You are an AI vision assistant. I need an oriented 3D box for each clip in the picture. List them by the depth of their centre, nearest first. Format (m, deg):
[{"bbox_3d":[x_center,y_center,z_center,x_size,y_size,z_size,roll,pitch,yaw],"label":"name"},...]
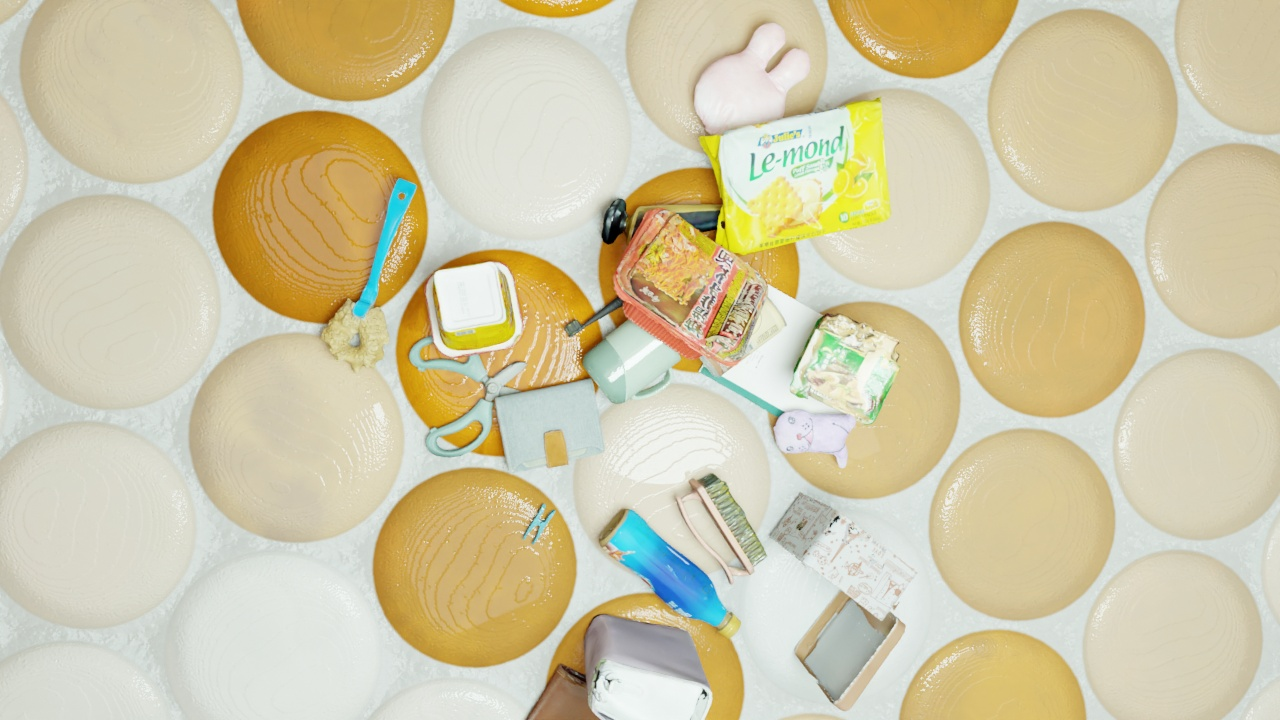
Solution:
[{"bbox_3d":[-0.136,0.217,1.219,0.045,0.014,0.057,30,89,-7],"label":"clip"}]

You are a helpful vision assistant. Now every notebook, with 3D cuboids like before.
[{"bbox_3d":[0.204,0.001,1.234,0.209,0.012,0.150,29,92,-5],"label":"notebook"}]

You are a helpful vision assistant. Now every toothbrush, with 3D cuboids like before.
[{"bbox_3d":[-0.007,-0.092,1.205,0.212,0.026,0.027,-32,108,-2],"label":"toothbrush"}]

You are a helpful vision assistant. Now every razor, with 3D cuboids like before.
[{"bbox_3d":[0.031,-0.185,1.194,0.167,0.062,0.067,-6,62,-9],"label":"razor"}]

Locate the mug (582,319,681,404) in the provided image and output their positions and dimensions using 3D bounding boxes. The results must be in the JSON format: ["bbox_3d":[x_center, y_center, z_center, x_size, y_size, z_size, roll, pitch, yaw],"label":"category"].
[{"bbox_3d":[-0.007,0.007,1.190,0.106,0.082,0.112,-38,127,-2],"label":"mug"}]

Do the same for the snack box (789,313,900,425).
[{"bbox_3d":[0.256,0.005,1.178,0.118,0.105,0.117,24,95,-3],"label":"snack box"}]

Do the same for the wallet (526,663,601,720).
[{"bbox_3d":[-0.081,0.479,1.230,0.124,0.032,0.101,30,93,-5],"label":"wallet"}]

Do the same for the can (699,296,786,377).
[{"bbox_3d":[0.128,-0.033,1.192,0.116,0.058,0.058,-37,95,1],"label":"can"}]

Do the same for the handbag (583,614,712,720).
[{"bbox_3d":[0.000,0.393,1.148,0.145,0.197,0.098,24,90,-5],"label":"handbag"}]

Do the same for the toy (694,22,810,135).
[{"bbox_3d":[0.145,-0.351,1.187,0.121,0.054,0.159,42,95,-12],"label":"toy"}]

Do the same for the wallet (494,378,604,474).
[{"bbox_3d":[-0.117,0.087,1.194,0.129,0.037,0.106,-11,95,-10],"label":"wallet"}]

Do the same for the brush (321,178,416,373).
[{"bbox_3d":[-0.336,-0.106,1.163,0.083,0.046,0.255,20,97,-2],"label":"brush"}]

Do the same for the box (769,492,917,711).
[{"bbox_3d":[0.230,0.294,1.171,0.157,0.181,0.197,36,89,-7],"label":"box"}]

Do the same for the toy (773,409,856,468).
[{"bbox_3d":[0.229,0.099,1.219,0.108,0.039,0.084,5,106,-4],"label":"toy"}]

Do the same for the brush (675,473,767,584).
[{"bbox_3d":[0.108,0.224,1.215,0.073,0.063,0.145,-32,97,-6],"label":"brush"}]

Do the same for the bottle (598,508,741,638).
[{"bbox_3d":[0.044,0.287,1.211,0.218,0.065,0.065,42,89,-5],"label":"bottle"}]

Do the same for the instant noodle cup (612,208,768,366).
[{"bbox_3d":[0.054,-0.083,1.132,0.189,0.079,0.164,35,51,-8],"label":"instant noodle cup"}]

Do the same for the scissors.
[{"bbox_3d":[-0.233,0.054,1.200,0.170,0.019,0.181,20,91,-7],"label":"scissors"}]

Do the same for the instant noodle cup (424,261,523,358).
[{"bbox_3d":[-0.208,-0.069,1.133,0.116,0.124,0.116,-11,86,-8],"label":"instant noodle cup"}]

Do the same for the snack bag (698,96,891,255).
[{"bbox_3d":[0.203,-0.235,1.176,0.246,0.068,0.158,-14,109,-9],"label":"snack bag"}]
